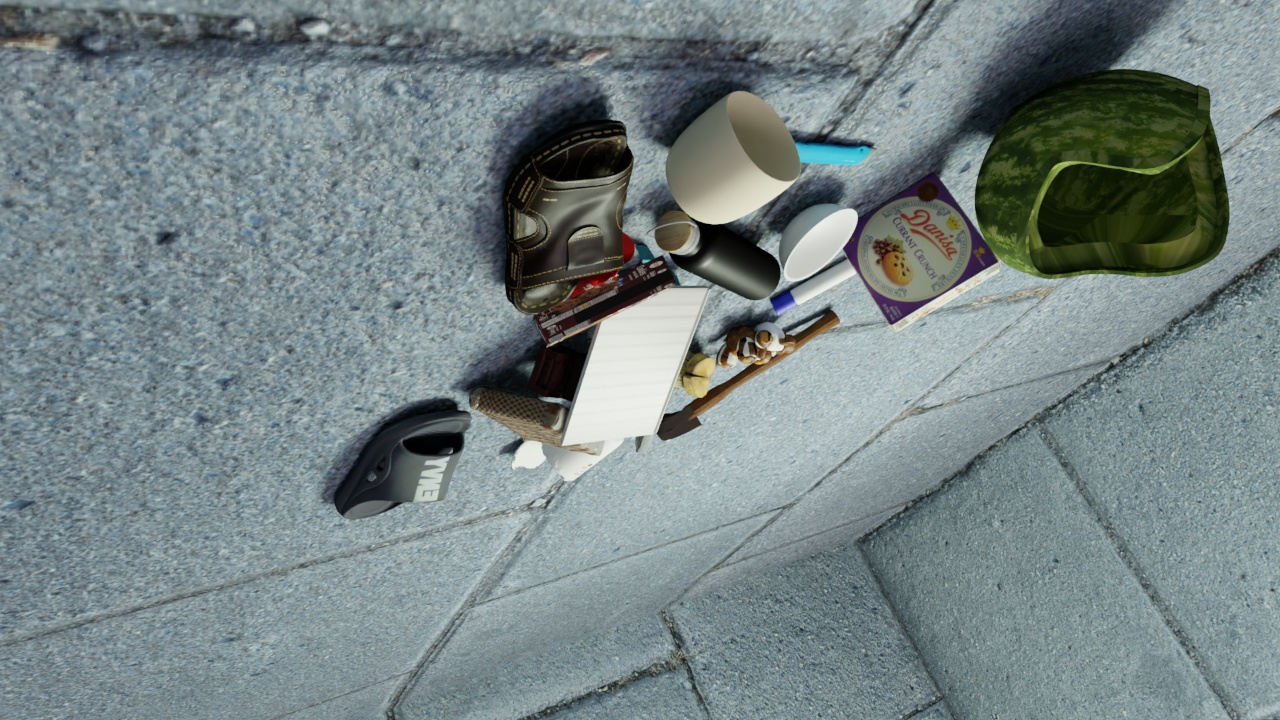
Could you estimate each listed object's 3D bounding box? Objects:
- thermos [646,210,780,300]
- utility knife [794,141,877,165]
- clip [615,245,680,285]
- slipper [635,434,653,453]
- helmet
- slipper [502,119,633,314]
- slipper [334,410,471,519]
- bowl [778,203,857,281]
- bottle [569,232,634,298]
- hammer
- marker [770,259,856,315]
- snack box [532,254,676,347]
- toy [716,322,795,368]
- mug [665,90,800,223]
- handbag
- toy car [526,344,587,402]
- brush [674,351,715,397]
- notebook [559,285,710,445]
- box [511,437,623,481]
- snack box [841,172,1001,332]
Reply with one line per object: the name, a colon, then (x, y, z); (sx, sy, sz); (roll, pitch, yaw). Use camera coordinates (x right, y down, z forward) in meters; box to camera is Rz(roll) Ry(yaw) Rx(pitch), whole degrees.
thermos: (0.081, -0.117, 1.004); (0.061, 0.061, 0.231); (-36, 155, 22)
utility knife: (0.180, -0.217, 0.952); (0.205, 0.015, 0.031); (-9, 151, -44)
clip: (-0.012, -0.085, 1.027); (0.113, 0.028, 0.127); (-28, 158, -1)
slipper: (0.006, 0.025, 1.223); (0.054, 0.098, 0.269); (10, 140, -5)
helmet: (0.508, -0.209, 1.036); (0.248, 0.242, 0.213); (-10, 138, 35)
slipper: (-0.067, -0.112, 0.840); (0.112, 0.075, 0.269); (-16, 155, -25)
slipper: (-0.301, 0.153, 1.158); (0.110, 0.083, 0.269); (2, 146, -45)
bowl: (0.199, -0.148, 1.082); (0.109, 0.040, 0.110); (-31, 154, -17)
bottle: (-0.049, -0.087, 0.965); (0.036, 0.036, 0.119); (-6, 150, -40)
hammer: (0.159, 0.022, 1.378); (0.323, 0.033, 0.115); (-33, -177, -2)
marker: (0.242, -0.103, 1.254); (0.133, 0.023, 0.027); (-29, 179, 7)
snack box: (-0.037, -0.059, 0.921); (0.141, 0.032, 0.051); (-26, -179, -7)
toy: (0.169, -0.022, 1.300); (0.112, 0.067, 0.087); (5, 168, -32)
mug: (0.084, -0.176, 0.839); (0.120, 0.096, 0.100); (-8, 162, -47)
handbag: (-0.126, 0.074, 1.154); (0.124, 0.047, 0.186); (12, 167, 19)
toy car: (-0.059, 0.024, 1.130); (0.169, 0.062, 0.070); (10, 101, -55)
brush: (0.073, 0.018, 1.259); (0.195, 0.043, 0.059); (22, 87, -79)
notebook: (-0.006, 0.006, 1.072); (0.142, 0.009, 0.210); (-4, 125, -37)
box: (-0.108, 0.128, 1.315); (0.166, 0.092, 0.083); (-40, 159, 11)
snack box: (0.341, -0.133, 1.137); (0.148, 0.143, 0.040); (-32, 157, 14)
